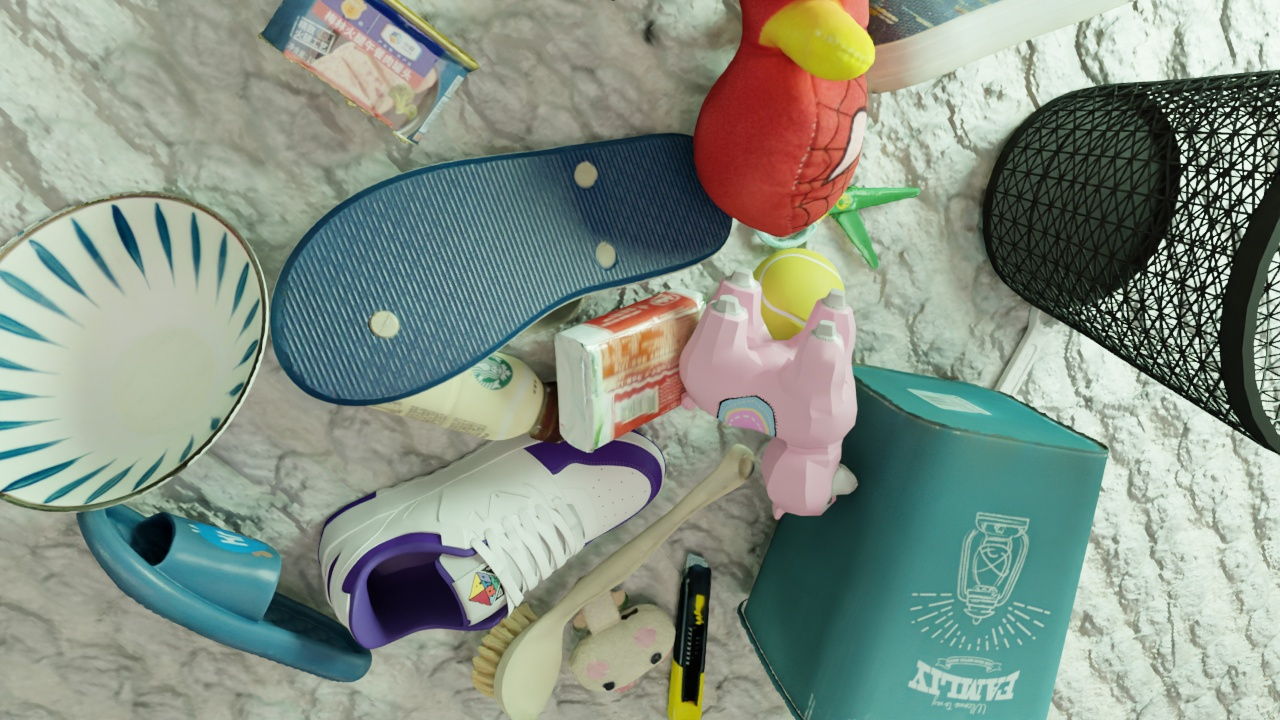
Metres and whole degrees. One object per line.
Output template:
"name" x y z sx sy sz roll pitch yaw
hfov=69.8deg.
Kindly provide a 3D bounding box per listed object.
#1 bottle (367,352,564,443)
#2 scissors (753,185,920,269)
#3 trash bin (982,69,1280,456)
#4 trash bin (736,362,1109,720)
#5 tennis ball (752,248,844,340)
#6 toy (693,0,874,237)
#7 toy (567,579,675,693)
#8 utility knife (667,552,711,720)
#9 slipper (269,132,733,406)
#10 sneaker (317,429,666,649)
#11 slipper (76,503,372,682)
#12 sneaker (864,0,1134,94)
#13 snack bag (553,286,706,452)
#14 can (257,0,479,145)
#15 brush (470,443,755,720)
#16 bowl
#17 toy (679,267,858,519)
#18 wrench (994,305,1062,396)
"bottle" -0.120 0.015 0.579 0.162 0.056 0.057 17 107 -24
"scissors" 0.131 -0.107 0.628 0.127 0.011 0.125 -35 117 2
"trash bin" 0.358 -0.080 0.572 0.216 0.243 0.217 -6 111 -15
"trash bin" 0.202 0.132 0.661 0.196 0.199 0.219 9 104 -14
"tennis ball" 0.104 -0.043 0.618 0.065 0.065 0.065 -7 115 -15
"toy" 0.085 -0.175 0.518 0.099 0.147 0.217 12 118 10
"toy" -0.016 0.220 0.712 0.087 0.050 0.112 -28 124 -4
"utility knife" 0.041 0.229 0.748 0.028 0.020 0.174 -8 114 -22
"slipper" -0.077 -0.067 0.550 0.294 0.060 0.118 -22 103 -23
"sneaker" -0.091 0.116 0.602 0.244 0.111 0.092 -19 117 -8
"slipper" -0.253 0.140 0.580 0.213 0.104 0.059 44 74 -36
"sneaker" 0.237 -0.244 0.561 0.235 0.087 0.079 -24 113 -2
"snack bag" -0.004 0.003 0.594 0.115 0.036 0.077 -24 123 -41
"can" -0.144 -0.167 0.491 0.099 0.054 0.059 33 102 -27
"brush" -0.020 0.156 0.660 0.272 0.077 0.062 -46 153 9
"bowl" -0.274 0.002 0.500 0.177 0.177 0.071 -27 159 -4
"toy" 0.085 0.027 0.585 0.123 0.067 0.158 13 124 13
"wrench" 0.274 0.071 0.754 0.047 0.009 0.274 16 108 -23
